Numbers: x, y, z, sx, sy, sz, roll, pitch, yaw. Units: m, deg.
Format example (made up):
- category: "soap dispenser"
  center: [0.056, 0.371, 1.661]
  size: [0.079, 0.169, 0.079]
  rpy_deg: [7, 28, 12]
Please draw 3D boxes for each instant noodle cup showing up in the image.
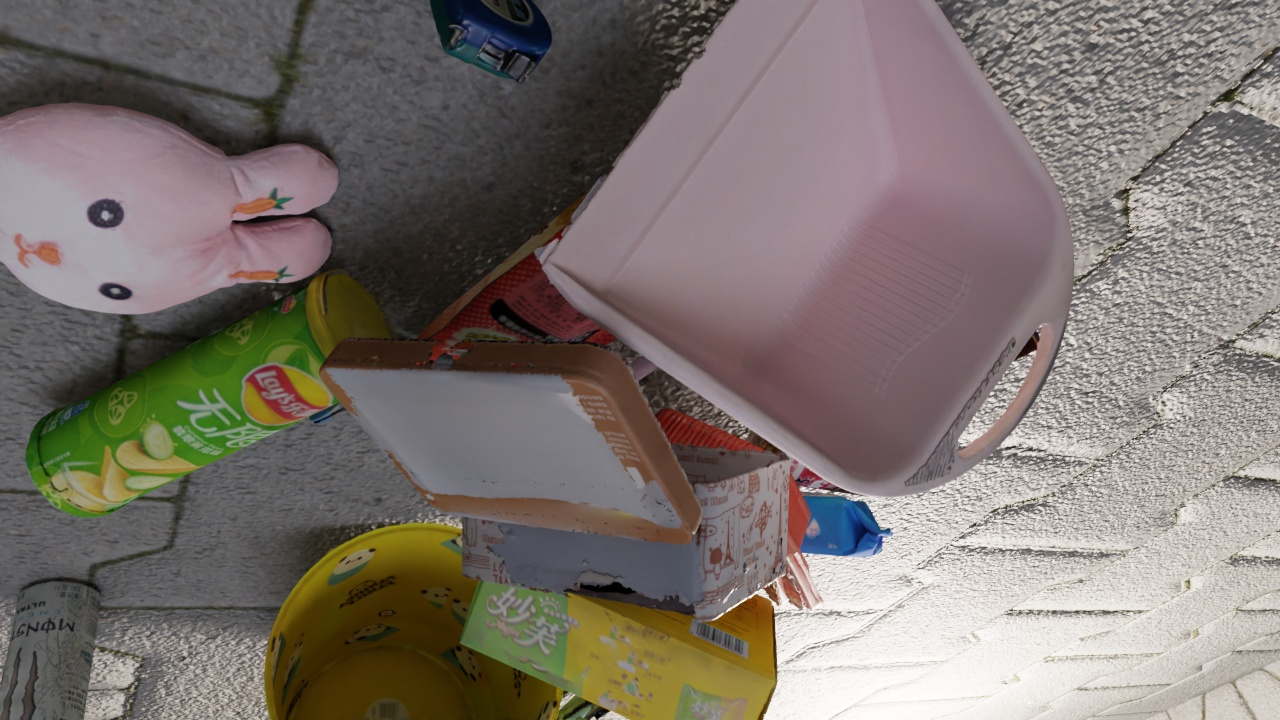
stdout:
- category: "instant noodle cup"
  center: [0.058, 0.109, 0.706]
  size: [0.079, 0.189, 0.164]
  rpy_deg: [-56, 147, -17]

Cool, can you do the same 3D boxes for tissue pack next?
- category: "tissue pack"
  center: [0.140, 0.141, 0.798]
  size: [0.157, 0.052, 0.095]
  rpy_deg: [0, 170, 21]

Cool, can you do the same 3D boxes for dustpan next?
- category: "dustpan"
  center: [0.121, -0.052, 0.457]
  size: [0.222, 0.139, 0.273]
  rpy_deg: [-55, 146, -1]

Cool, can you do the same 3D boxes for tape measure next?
- category: "tape measure"
  center: [-0.066, -0.145, 0.396]
  size: [0.054, 0.058, 0.025]
  rpy_deg: [16, 134, -40]

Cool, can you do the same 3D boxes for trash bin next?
- category: "trash bin"
  center: [-0.209, 0.301, 0.806]
  size: [0.229, 0.229, 0.256]
  rpy_deg: [2, 146, -22]

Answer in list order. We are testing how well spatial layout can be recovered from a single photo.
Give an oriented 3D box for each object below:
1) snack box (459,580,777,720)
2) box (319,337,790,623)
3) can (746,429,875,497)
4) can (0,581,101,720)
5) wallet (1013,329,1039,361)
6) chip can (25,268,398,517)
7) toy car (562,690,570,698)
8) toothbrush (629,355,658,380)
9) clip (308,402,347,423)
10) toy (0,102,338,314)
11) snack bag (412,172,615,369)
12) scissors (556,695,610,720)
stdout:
- category: "snack box"
  center: [-0.008, 0.191, 0.677]
  size: [0.210, 0.157, 0.070]
  rpy_deg: [22, 97, 5]
- category: "box"
  center: [-0.036, 0.072, 0.518]
  size: [0.179, 0.124, 0.274]
  rpy_deg: [2, 160, 29]
- category: "can"
  center: [0.153, 0.082, 0.773]
  size: [0.132, 0.053, 0.053]
  rpy_deg: [13, 136, -32]
- category: "can"
  center: [-0.453, 0.246, 0.698]
  size: [0.058, 0.146, 0.058]
  rpy_deg: [-9, 143, -7]
- category: "wallet"
  center: [0.243, -0.008, 0.717]
  size: [0.122, 0.020, 0.096]
  rpy_deg: [-31, 136, 22]
- category: "chip can"
  center: [-0.253, 0.023, 0.539]
  size: [0.221, 0.072, 0.072]
  rpy_deg: [-25, 143, 12]
- category: "toy car"
  center: [-0.065, 0.253, 0.811]
  size: [0.041, 0.071, 0.156]
  rpy_deg: [-19, 159, -37]
- category: "toothbrush"
  center: [-0.004, 0.004, 0.634]
  size: [0.189, 0.021, 0.029]
  rpy_deg: [-31, 178, 11]
- category: "clip"
  center: [-0.191, 0.023, 0.603]
  size: [0.057, 0.024, 0.030]
  rpy_deg: [-22, 148, -1]
- category: "toy"
  center: [-0.229, -0.071, 0.444]
  size: [0.159, 0.054, 0.122]
  rpy_deg: [-6, 144, -25]
- category: "snack bag"
  center: [-0.042, -0.036, 0.548]
  size: [0.208, 0.073, 0.128]
  rpy_deg: [-34, 151, 31]
- category: "scissors"
  center: [-0.047, 0.291, 0.753]
  size: [0.172, 0.019, 0.179]
  rpy_deg: [-46, 175, 5]
